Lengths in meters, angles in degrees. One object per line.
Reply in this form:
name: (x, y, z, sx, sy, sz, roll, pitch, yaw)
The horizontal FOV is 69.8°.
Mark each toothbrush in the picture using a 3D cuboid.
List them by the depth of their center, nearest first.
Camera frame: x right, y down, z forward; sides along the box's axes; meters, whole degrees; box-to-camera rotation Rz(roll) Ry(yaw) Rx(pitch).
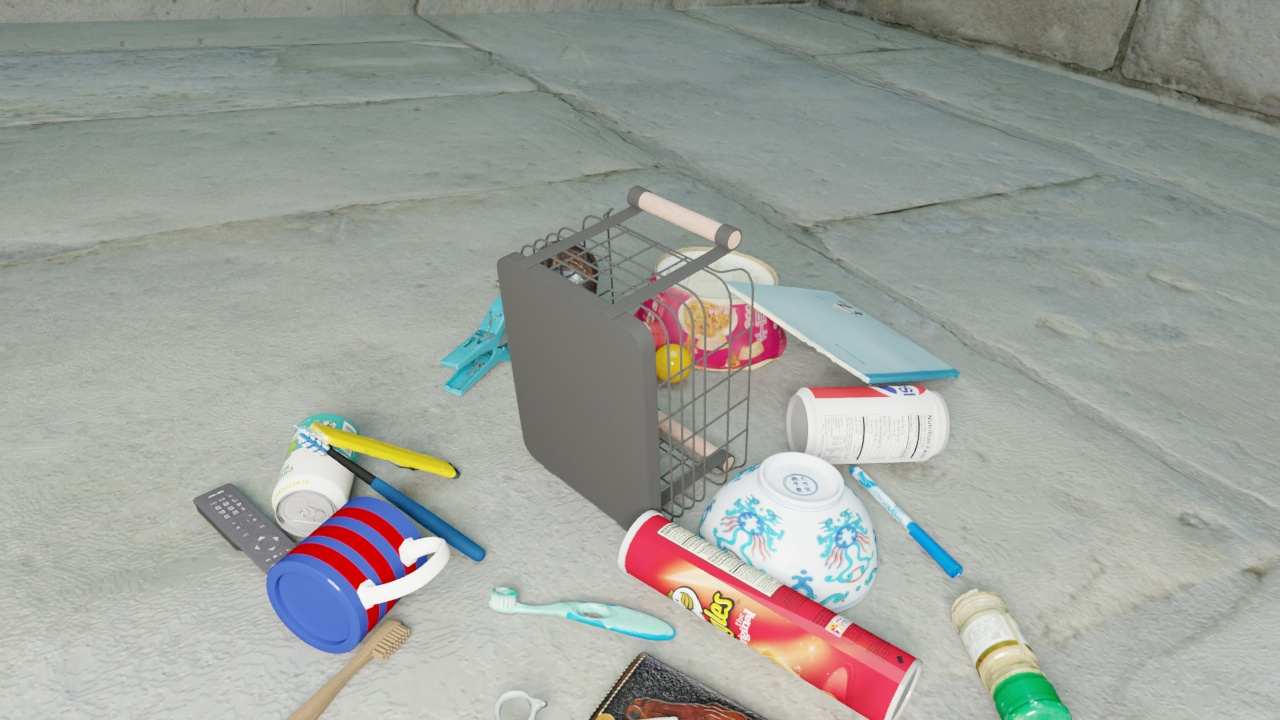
toothbrush: (-0.200, 0.214, 0.561, 0.016, 0.016, 0.166, 18, 32, 22)
toothbrush: (-0.041, 0.178, 0.646, 0.135, 0.017, 0.022, 8, 30, 6)
toothbrush: (-0.187, 0.102, 0.694, 0.168, 0.014, 0.014, 34, -3, 2)

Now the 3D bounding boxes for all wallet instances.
wallet: (0.035, 0.233, 0.563, 0.123, 0.019, 0.072, 20, 38, 24)

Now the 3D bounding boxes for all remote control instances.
remote control: (-0.285, 0.135, 0.683, 0.136, 0.015, 0.032, 29, 38, 31)

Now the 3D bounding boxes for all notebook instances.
notebook: (0.212, -0.030, 0.940, 0.181, 0.009, 0.252, 38, 22, 30)

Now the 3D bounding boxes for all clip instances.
clip: (-0.150, -0.004, 0.935, 0.031, 0.121, 0.129, 21, 65, 19)

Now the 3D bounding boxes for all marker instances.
marker: (0.220, 0.131, 0.773, 0.013, 0.013, 0.142, -9, 33, -22)

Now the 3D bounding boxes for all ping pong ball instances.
ping pong ball: (0.032, 0.003, 0.934, 0.040, 0.040, 0.040, 4, 30, -2)

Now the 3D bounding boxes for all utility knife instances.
utility knife: (-0.205, 0.070, 0.723, 0.030, 0.017, 0.164, 22, -7, 39)

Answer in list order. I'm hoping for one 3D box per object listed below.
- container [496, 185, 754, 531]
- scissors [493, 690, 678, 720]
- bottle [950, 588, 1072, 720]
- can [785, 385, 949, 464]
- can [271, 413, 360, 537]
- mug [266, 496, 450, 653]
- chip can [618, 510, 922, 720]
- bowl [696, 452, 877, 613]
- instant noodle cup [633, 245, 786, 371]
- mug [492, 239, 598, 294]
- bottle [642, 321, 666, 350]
container: (-0.004, 0.004, 0.740, 0.130, 0.242, 0.163, -31, 45, -32)
scissors: (-0.049, 0.245, 0.517, 0.161, 0.014, 0.141, -7, 38, -7)
bottle: (0.247, 0.206, 0.622, 0.043, 0.043, 0.111, 2, 30, -6)
can: (0.206, 0.059, 0.837, 0.132, 0.070, 0.070, -1, 31, -10)
can: (-0.255, 0.089, 0.727, 0.055, 0.055, 0.101, 1, 31, -8)
mug: (-0.181, 0.142, 0.613, 0.112, 0.075, 0.076, -8, 22, 29)
chip can: (0.084, 0.175, 0.638, 0.215, 0.052, 0.051, 25, 35, 29)
bowl: (0.119, 0.120, 0.714, 0.144, 0.074, 0.143, 4, 30, -2)
instant noodle cup: (0.080, -0.066, 1.024, 0.178, 0.078, 0.178, 4, 30, -2)
mug: (-0.103, -0.081, 1.005, 0.115, 0.080, 0.107, 23, 28, -15)
bottle: (-0.041, -0.017, 0.936, 0.137, 0.062, 0.062, -7, 33, -21)
